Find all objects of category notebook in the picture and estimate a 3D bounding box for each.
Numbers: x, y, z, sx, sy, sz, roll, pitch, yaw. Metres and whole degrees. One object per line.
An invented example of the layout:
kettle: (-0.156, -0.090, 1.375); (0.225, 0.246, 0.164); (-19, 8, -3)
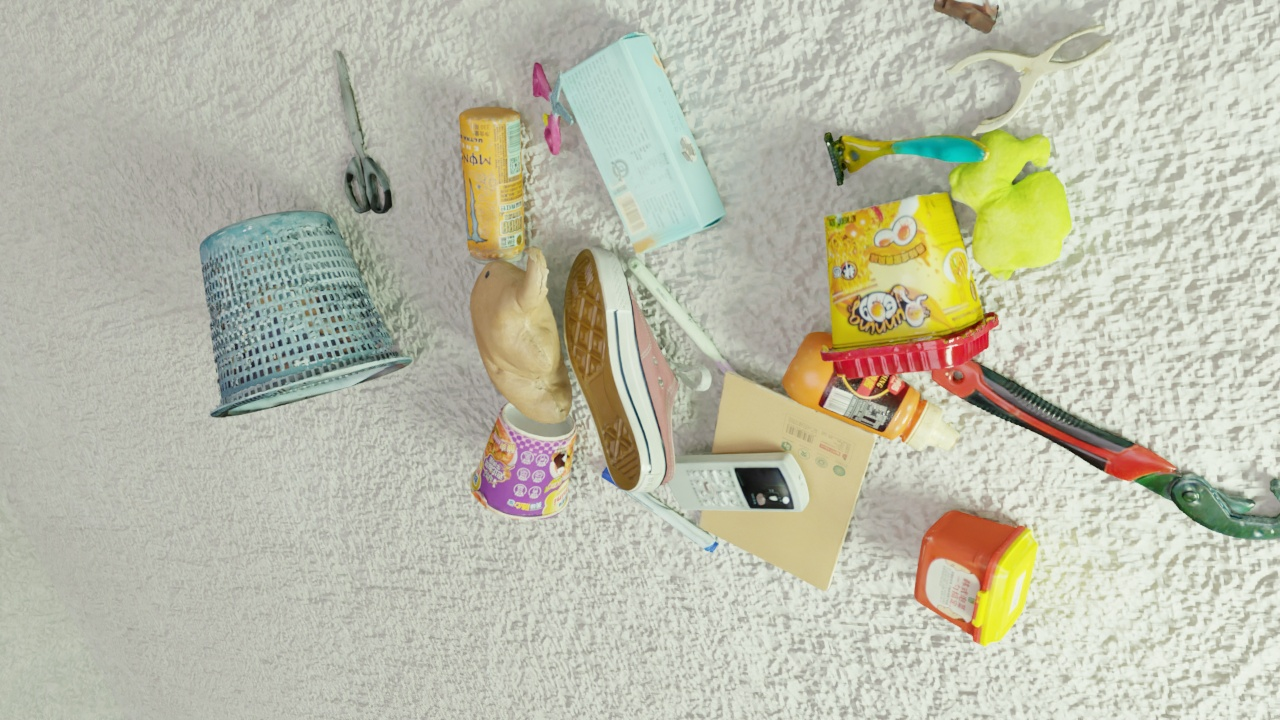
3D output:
notebook: (0.131, 0.118, 0.872); (0.148, 0.008, 0.208); (24, 131, 23)

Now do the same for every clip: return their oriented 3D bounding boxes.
clip: (0.263, -0.186, 0.630); (0.102, 0.034, 0.095); (6, 112, 24)

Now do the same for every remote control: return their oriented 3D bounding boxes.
remote control: (0.089, 0.118, 0.882); (0.150, 0.021, 0.058); (-7, 114, 41)

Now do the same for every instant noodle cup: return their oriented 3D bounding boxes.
instant noodle cup: (0.197, -0.059, 0.695); (0.116, 0.115, 0.123); (-7, 96, 37)
instant noodle cup: (-0.120, 0.102, 0.994); (0.111, 0.111, 0.099); (29, 117, 20)

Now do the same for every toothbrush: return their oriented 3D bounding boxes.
toothbrush: (0.052, -0.025, 0.863); (0.029, 0.020, 0.189); (-42, 86, 15)

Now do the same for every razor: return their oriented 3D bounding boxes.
razor: (0.198, -0.154, 0.681); (0.133, 0.028, 0.043); (10, 131, 46)

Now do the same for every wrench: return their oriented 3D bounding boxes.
wrench: (0.353, 0.063, 0.703); (0.273, 0.016, 0.056); (26, 125, 21)

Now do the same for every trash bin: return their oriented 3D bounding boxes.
trash bin: (-0.398, -0.058, 1.048); (0.227, 0.226, 0.195); (-16, 90, 39)

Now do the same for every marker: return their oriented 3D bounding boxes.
marker: (0.020, 0.158, 0.978); (0.146, 0.016, 0.017); (33, 127, 17)

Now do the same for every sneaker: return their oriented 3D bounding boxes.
sneaker: (-0.005, 0.005, 0.875); (0.119, 0.087, 0.241); (-33, 68, 51)

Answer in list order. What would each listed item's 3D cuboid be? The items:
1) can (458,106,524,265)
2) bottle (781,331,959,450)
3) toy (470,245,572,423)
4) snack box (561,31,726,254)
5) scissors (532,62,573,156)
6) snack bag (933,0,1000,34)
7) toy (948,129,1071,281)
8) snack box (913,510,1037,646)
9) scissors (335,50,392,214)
can: (-0.144, -0.171, 0.899); (0.058, 0.058, 0.146); (17, 121, 27)
bottle: (0.195, 0.033, 0.770); (0.149, 0.066, 0.067); (29, 126, 11)
toy: (-0.118, -0.036, 0.886); (0.143, 0.082, 0.226); (43, 156, 28)
snack box: (0.002, -0.185, 0.795); (0.074, 0.051, 0.175); (-18, 102, 37)
scissors: (-0.079, -0.233, 0.808); (0.136, 0.017, 0.108); (140, 115, -77)
snack bag: (0.236, -0.274, 0.608); (0.045, 0.026, 0.106); (27, 127, 10)
toy: (0.269, -0.112, 0.660); (0.100, 0.031, 0.097); (41, 115, 7)
snack box: (0.279, 0.179, 0.773); (0.080, 0.081, 0.091); (21, 123, 37)
scissors: (-0.303, -0.245, 1.003); (0.133, 0.014, 0.176); (38, 126, 15)
